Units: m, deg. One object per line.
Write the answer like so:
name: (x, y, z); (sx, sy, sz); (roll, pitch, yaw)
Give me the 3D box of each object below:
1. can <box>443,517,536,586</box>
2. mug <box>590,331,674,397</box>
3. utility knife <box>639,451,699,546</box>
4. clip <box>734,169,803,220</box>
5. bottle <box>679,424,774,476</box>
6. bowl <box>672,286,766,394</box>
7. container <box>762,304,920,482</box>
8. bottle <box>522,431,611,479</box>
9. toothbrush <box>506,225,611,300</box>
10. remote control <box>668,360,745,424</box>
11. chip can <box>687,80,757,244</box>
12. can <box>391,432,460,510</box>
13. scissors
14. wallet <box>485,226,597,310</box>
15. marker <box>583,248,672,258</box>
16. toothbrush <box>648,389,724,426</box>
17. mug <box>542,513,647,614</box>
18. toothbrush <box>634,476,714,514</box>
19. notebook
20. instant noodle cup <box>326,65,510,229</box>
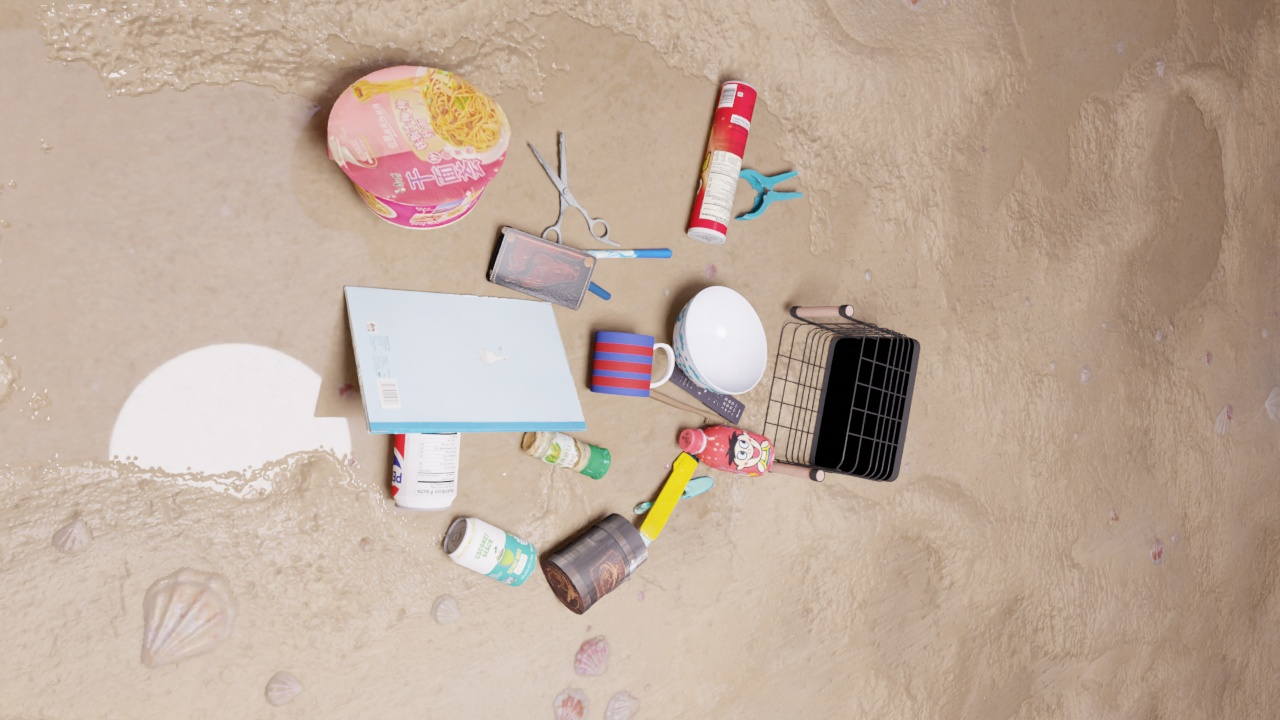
can: (-0.173, 0.222, 1.067); (0.101, 0.055, 0.054); (33, 74, -31)
mug: (-0.007, 0.007, 1.157); (0.111, 0.075, 0.076); (6, 88, -31)
utility knife: (0.034, 0.182, 1.209); (0.030, 0.017, 0.164); (36, 52, -3)
clip: (0.168, -0.257, 1.298); (0.129, 0.031, 0.121); (-42, 109, -25)
bottle: (0.115, 0.120, 1.254); (0.137, 0.062, 0.062); (15, 83, -34)
bowl: (0.091, -0.019, 1.215); (0.143, 0.074, 0.143); (12, 70, -37)
container: (0.275, 0.053, 1.297); (0.130, 0.163, 0.241); (15, 84, -34)
bottle: (-0.090, 0.112, 1.127); (0.111, 0.043, 0.043); (24, 79, -32)
toothbrush: (-0.100, -0.117, 1.127); (0.167, 0.014, 0.014); (33, 85, -31)
remote control: (0.089, 0.044, 1.261); (0.136, 0.015, 0.032); (34, 74, -28)
chip can: (0.112, -0.268, 1.241); (0.051, 0.052, 0.214); (17, 82, -33)
can: (-0.235, 0.095, 1.011); (0.070, 0.070, 0.132); (4, 90, -34)
scissors: (-0.081, -0.200, 1.138); (0.161, 0.014, 0.141); (18, 86, -34)
wallet: (-0.118, -0.110, 1.100); (0.123, 0.019, 0.072); (16, 98, -30)
marker: (-0.019, -0.137, 1.182); (0.141, 0.013, 0.013); (-5, 95, -34)
toothbrush: (0.051, 0.062, 1.236); (0.166, 0.016, 0.016); (24, 78, -33)
mug: (-0.054, 0.263, 1.146); (0.107, 0.080, 0.116); (-32, 137, -30)
toothbrush: (0.049, 0.181, 1.238); (0.135, 0.017, 0.022); (-16, 74, -32)
notebook: (-0.190, 0.001, 1.017); (0.253, 0.009, 0.181); (3, 56, -34)
instant noodle cup: (-0.231, -0.214, 0.962); (0.178, 0.078, 0.178); (6, 62, -11)
